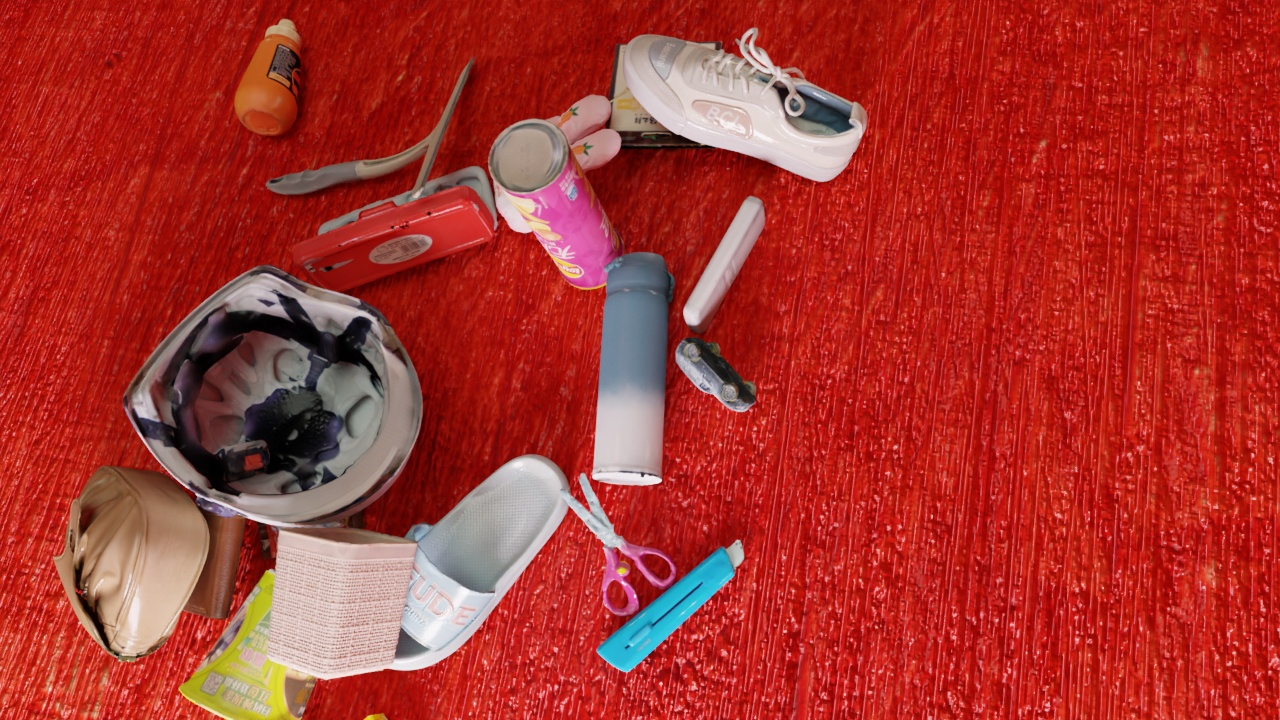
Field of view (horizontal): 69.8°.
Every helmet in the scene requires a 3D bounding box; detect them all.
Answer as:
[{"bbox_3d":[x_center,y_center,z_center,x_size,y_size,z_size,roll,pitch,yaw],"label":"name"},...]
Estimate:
[{"bbox_3d":[-0.325,0.054,0.865,0.259,0.146,0.228,28,65,6],"label":"helmet"}]

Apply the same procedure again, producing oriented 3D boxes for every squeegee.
[{"bbox_3d":[-0.301,-0.214,0.999,0.247,0.039,0.245,-13,44,19],"label":"squeegee"}]

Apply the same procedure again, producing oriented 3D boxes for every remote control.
[{"bbox_3d":[0.080,-0.091,0.875,0.020,0.056,0.136,27,81,17],"label":"remote control"}]

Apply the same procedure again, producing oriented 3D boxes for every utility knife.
[{"bbox_3d":[0.031,0.216,0.810,0.159,0.018,0.034,-40,69,-4],"label":"utility knife"}]

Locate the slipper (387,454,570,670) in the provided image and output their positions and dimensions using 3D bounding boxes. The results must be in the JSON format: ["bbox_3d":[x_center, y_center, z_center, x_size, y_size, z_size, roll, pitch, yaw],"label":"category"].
[{"bbox_3d":[-0.165,0.181,0.834,0.245,0.074,0.104,-44,70,-5],"label":"slipper"}]

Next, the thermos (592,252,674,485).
[{"bbox_3d":[-0.005,0.005,0.860,0.070,0.070,0.220,0,72,12],"label":"thermos"}]

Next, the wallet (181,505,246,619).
[{"bbox_3d":[-0.414,0.191,0.877,0.125,0.032,0.101,-8,69,46],"label":"wallet"}]

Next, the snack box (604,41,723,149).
[{"bbox_3d":[0.025,-0.265,0.943,0.113,0.053,0.125,3,75,13],"label":"snack box"}]

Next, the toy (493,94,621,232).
[{"bbox_3d":[-0.089,-0.201,0.925,0.160,0.054,0.121,-33,55,25],"label":"toy"}]

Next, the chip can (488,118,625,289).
[{"bbox_3d":[-0.070,-0.135,0.839,0.071,0.210,0.071,-3,73,11],"label":"chip can"}]

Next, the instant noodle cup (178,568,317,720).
[{"bbox_3d":[-0.332,0.260,0.833,0.112,0.112,0.123,19,70,17],"label":"instant noodle cup"}]

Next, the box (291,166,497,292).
[{"bbox_3d":[-0.254,-0.147,0.953,0.201,0.095,0.101,-18,60,8],"label":"box"}]

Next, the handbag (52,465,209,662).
[{"bbox_3d":[-0.485,0.180,0.859,0.205,0.099,0.147,13,86,48],"label":"handbag"}]

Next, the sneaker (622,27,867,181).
[{"bbox_3d":[0.098,-0.251,0.862,0.242,0.091,0.089,23,68,-3],"label":"sneaker"}]

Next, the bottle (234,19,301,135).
[{"bbox_3d":[-0.422,-0.334,1.061,0.067,0.067,0.149,-3,65,11],"label":"bottle"}]

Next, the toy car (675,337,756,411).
[{"bbox_3d":[0.069,0.014,0.854,0.090,0.042,0.034,47,114,23],"label":"toy car"}]

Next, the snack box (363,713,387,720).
[{"bbox_3d":[-0.265,0.393,0.811,0.140,0.034,0.087,-39,69,-3],"label":"snack box"}]

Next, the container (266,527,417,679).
[{"bbox_3d":[-0.256,0.204,0.780,0.090,0.089,0.111,4,83,31],"label":"container"}]

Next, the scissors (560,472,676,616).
[{"bbox_3d":[-0.019,0.157,0.826,0.083,0.017,0.137,-24,84,5],"label":"scissors"}]

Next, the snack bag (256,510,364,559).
[{"bbox_3d":[-0.325,0.158,0.901,0.104,0.026,0.048,-18,82,7],"label":"snack bag"}]
